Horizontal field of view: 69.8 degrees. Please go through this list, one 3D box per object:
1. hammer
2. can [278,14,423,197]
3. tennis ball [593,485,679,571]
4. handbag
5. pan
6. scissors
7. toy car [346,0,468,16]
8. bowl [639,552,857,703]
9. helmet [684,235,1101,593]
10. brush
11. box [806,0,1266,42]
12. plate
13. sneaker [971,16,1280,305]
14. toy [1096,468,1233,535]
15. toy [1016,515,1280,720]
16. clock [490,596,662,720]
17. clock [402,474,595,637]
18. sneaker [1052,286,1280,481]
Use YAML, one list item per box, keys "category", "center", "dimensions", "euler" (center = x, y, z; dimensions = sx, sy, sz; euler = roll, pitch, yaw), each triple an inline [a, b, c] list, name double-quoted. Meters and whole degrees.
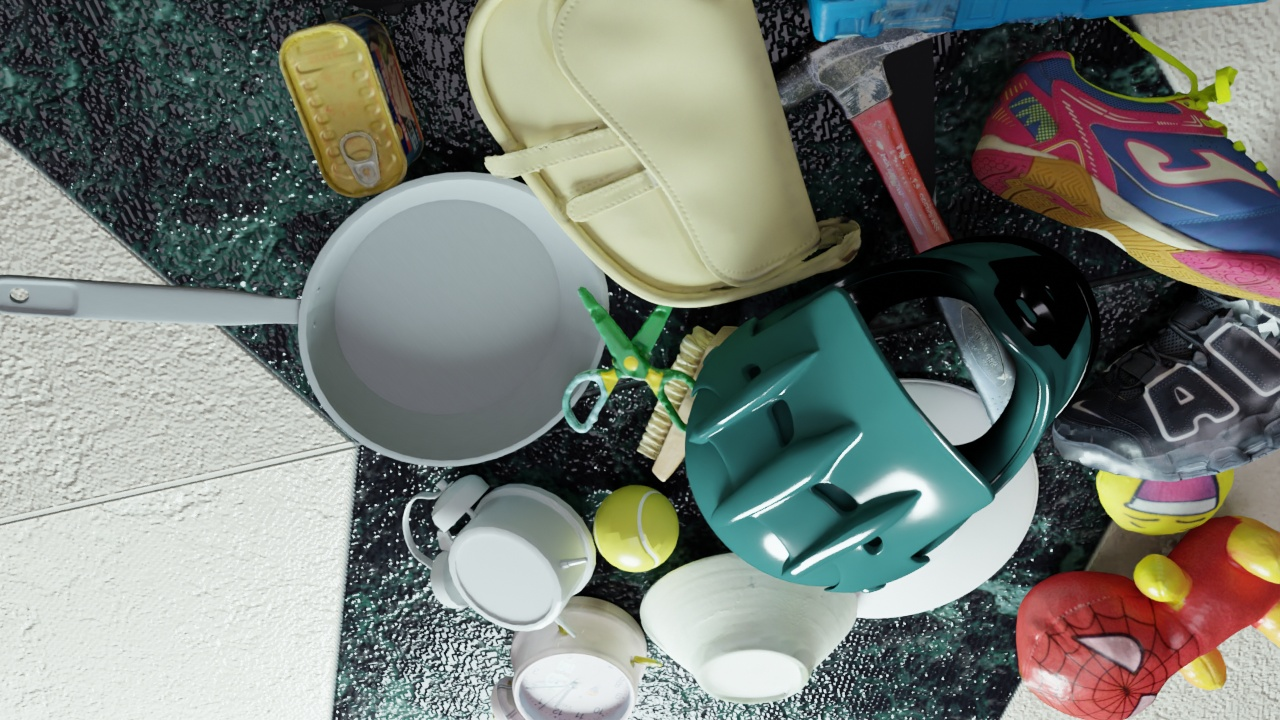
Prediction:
- category: "hammer"
  center: [0.208, -0.075, 0.611]
  dimensions: [0.141, 0.036, 0.326]
  euler: [-27, 113, 15]
- category: "can"
  center: [-0.173, -0.157, 0.562]
  dimensions: [0.054, 0.059, 0.100]
  euler: [-11, 116, 6]
- category: "tennis ball"
  center: [-0.003, 0.128, 0.700]
  dimensions: [0.065, 0.065, 0.065]
  euler: [0, 117, 0]
- category: "handbag"
  center: [0.013, -0.134, 0.537]
  dimensions: [0.191, 0.088, 0.233]
  euler: [-11, 120, 23]
- category: "pan"
  center: [-0.188, -0.030, 0.568]
  dimensions: [0.356, 0.051, 0.201]
  euler: [5, 110, -25]
- category: "scissors"
  center: [-0.010, 0.005, 0.623]
  dimensions: [0.130, 0.011, 0.125]
  euler: [-33, 101, 14]
- category: "toy car"
  center: [-0.132, -0.230, 0.536]
  dimensions: [0.092, 0.042, 0.036]
  euler: [-9, 91, 6]
- category: "bowl"
  center: [0.087, 0.225, 0.726]
  dimensions: [0.177, 0.057, 0.177]
  euler: [1, 134, 1]
- category: "helmet"
  center: [0.127, 0.036, 0.533]
  dimensions: [0.199, 0.275, 0.176]
  euler: [-29, 79, -26]
- category: "brush"
  center: [0.034, 0.028, 0.660]
  dimensions: [0.039, 0.049, 0.117]
  euler: [24, 115, 9]
- category: "box"
  center: [0.211, -0.262, 0.513]
  dimensions: [0.243, 0.070, 0.170]
  euler: [-4, 84, 3]
- category: "plate"
  center: [0.198, 0.122, 0.715]
  dimensions: [0.229, 0.030, 0.230]
  euler: [0, 117, 0]
- category: "sneaker"
  center: [0.317, -0.104, 0.521]
  dimensions: [0.242, 0.116, 0.091]
  euler: [24, 91, 0]
- category: "toy"
  center: [0.394, 0.090, 0.691]
  dimensions: [0.095, 0.041, 0.094]
  euler: [1, 113, 3]
- category: "toy"
  center: [0.399, 0.204, 0.717]
  dimensions: [0.216, 0.098, 0.147]
  euler: [-26, 107, 12]
- category: "clock"
  center: [-0.062, 0.276, 0.780]
  dimensions: [0.116, 0.058, 0.158]
  euler: [26, 115, -12]
- category: "clock"
  center: [-0.111, 0.146, 0.710]
  dimensions: [0.159, 0.060, 0.120]
  euler: [17, 120, 15]
- category: "sneaker"
  center: [0.388, -0.024, 0.609]
  dimensions: [0.253, 0.097, 0.151]
  euler: [-26, 108, 12]
